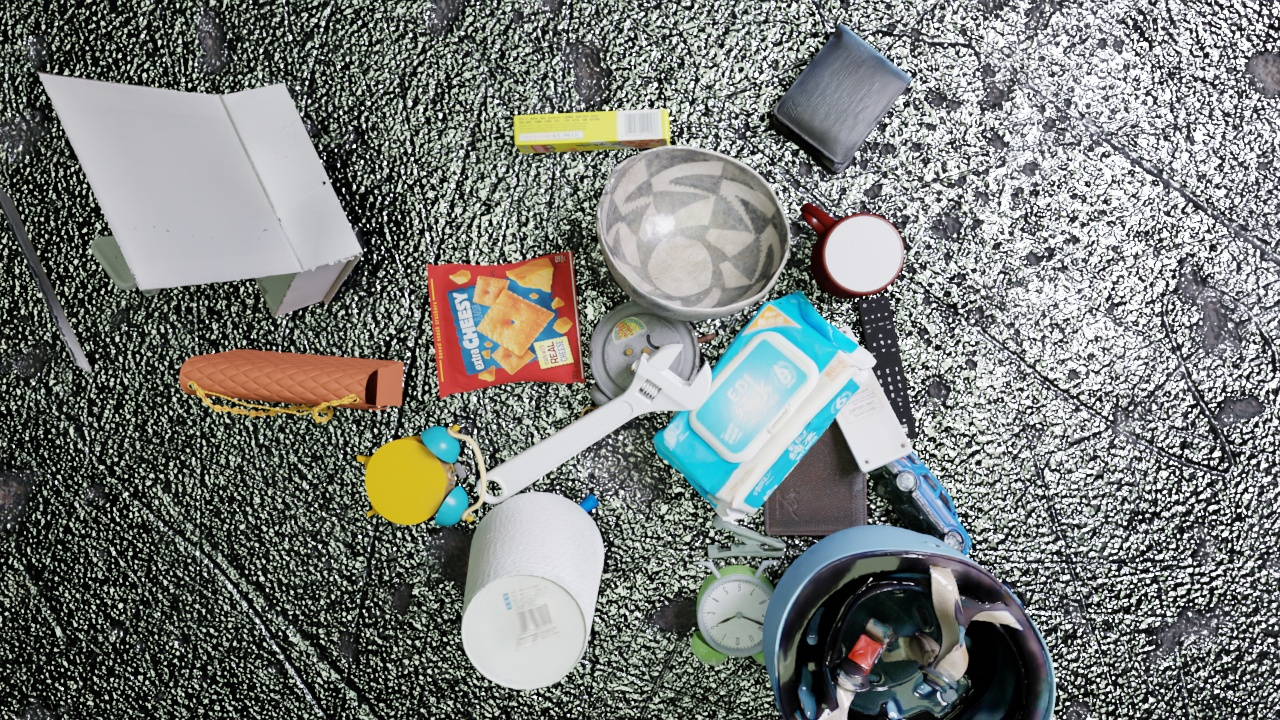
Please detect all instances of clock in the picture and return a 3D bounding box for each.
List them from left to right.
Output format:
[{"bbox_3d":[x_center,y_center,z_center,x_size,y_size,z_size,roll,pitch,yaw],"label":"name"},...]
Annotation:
[{"bbox_3d":[-0.215,0.117,0.906,0.130,0.043,0.099,-9,91,11],"label":"clock"},{"bbox_3d":[-0.005,0.005,0.880,0.104,0.056,0.148,41,92,1],"label":"clock"},{"bbox_3d":[0.096,0.249,0.888,0.094,0.042,0.119,-1,92,5],"label":"clock"}]

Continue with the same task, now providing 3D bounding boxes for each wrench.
[{"bbox_3d":[-0.051,0.067,0.868,0.274,0.018,0.066,-32,101,21],"label":"wrench"}]

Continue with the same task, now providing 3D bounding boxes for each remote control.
[{"bbox_3d":[0.203,0.035,0.867,0.050,0.011,0.135,-24,70,4],"label":"remote control"},{"bbox_3d":[0.238,0.009,0.886,0.030,0.009,0.140,-12,91,4],"label":"remote control"}]

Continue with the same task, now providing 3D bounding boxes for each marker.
[{"bbox_3d":[-0.099,0.182,0.914,0.142,0.013,0.013,-39,89,4],"label":"marker"}]

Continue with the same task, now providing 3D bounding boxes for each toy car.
[{"bbox_3d":[0.267,0.136,0.866,0.043,0.056,0.120,-33,84,-19],"label":"toy car"}]

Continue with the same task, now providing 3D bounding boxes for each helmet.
[{"bbox_3d":[0.230,0.259,0.816,0.225,0.166,0.265,-45,98,6],"label":"helmet"}]

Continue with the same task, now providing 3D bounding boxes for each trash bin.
[{"bbox_3d":[-0.098,0.208,0.830,0.133,0.161,0.133,0,101,-2],"label":"trash bin"}]

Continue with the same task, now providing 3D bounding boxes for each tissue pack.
[{"bbox_3d":[0.114,0.039,0.853,0.209,0.066,0.117,-49,60,3],"label":"tissue pack"}]

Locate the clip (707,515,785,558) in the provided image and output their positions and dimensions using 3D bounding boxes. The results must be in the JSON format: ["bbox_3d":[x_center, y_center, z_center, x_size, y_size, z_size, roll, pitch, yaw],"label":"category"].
[{"bbox_3d":[0.104,0.178,0.896,0.076,0.023,0.057,8,94,6],"label":"clip"}]

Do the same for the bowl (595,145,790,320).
[{"bbox_3d":[0.044,-0.105,0.852,0.178,0.081,0.178,3,65,-6],"label":"bowl"}]

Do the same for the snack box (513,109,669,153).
[{"bbox_3d":[-0.046,-0.220,0.882,0.148,0.040,0.029,-2,91,4],"label":"snack box"}]

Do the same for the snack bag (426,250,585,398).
[{"bbox_3d":[-0.131,-0.035,0.895,0.144,0.039,0.131,-5,92,4],"label":"snack bag"}]

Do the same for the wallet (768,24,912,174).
[{"bbox_3d":[0.189,-0.248,0.872,0.089,0.026,0.115,38,94,3],"label":"wallet"}]

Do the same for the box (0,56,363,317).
[{"bbox_3d":[-0.353,-0.127,0.753,0.161,0.338,0.167,-26,90,15],"label":"box"}]

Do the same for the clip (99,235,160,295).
[{"bbox_3d":[-0.459,-0.127,0.909,0.143,0.073,0.124,-36,87,-6],"label":"clip"}]

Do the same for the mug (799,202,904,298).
[{"bbox_3d":[0.188,-0.107,0.848,0.073,0.082,0.105,-43,89,4],"label":"mug"}]

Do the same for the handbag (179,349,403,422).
[{"bbox_3d":[-0.328,0.026,0.876,0.172,0.109,0.060,4,92,4],"label":"handbag"}]

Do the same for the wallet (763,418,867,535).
[{"bbox_3d":[0.168,0.110,0.886,0.099,0.031,0.120,0,93,8],"label":"wallet"}]
